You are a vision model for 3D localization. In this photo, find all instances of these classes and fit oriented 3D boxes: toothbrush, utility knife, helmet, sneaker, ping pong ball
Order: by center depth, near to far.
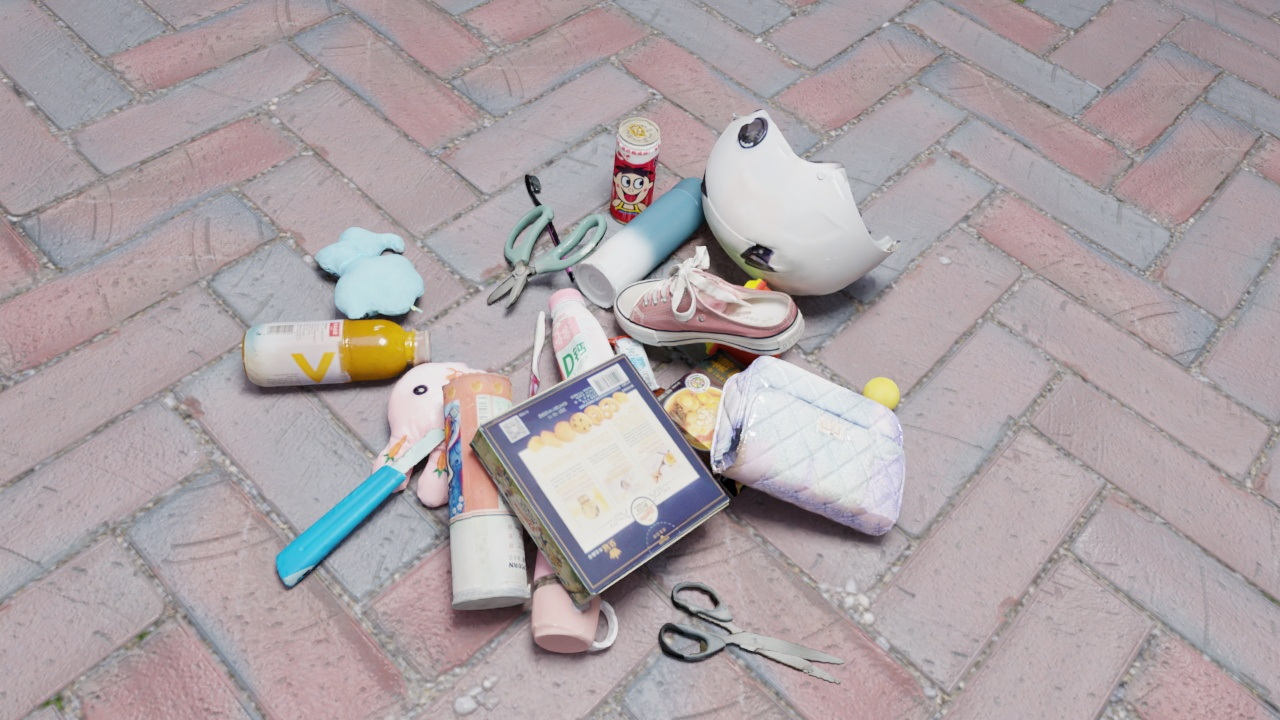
[{"bbox_3d":[-0.265,0.134,0.883,0.034,0.018,0.204,39,72,24],"label":"utility knife"},{"bbox_3d":[0.059,-0.066,0.971,0.241,0.088,0.118,12,54,42],"label":"sneaker"},{"bbox_3d":[-0.113,0.019,1.012,0.017,0.016,0.187,9,53,-10],"label":"toothbrush"},{"bbox_3d":[0.269,0.039,1.024,0.040,0.040,0.040,3,53,-4],"label":"ping pong ball"},{"bbox_3d":[0.162,-0.168,1.082,0.146,0.229,0.258,-49,53,7],"label":"helmet"},{"bbox_3d":[-0.112,-0.170,1.155,0.017,0.014,0.189,-7,55,-27],"label":"toothbrush"}]

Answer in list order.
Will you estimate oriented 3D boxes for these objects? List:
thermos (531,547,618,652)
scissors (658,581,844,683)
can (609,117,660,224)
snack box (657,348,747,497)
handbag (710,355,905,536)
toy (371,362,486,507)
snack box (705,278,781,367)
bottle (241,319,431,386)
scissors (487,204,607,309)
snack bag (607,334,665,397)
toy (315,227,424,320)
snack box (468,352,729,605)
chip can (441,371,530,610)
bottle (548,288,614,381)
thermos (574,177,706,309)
[{"bbox_3d":[-0.056,0.177,0.876,0.087,0.067,0.198,23,48,-26],"label":"thermos"},{"bbox_3d":[0.099,0.268,0.856,0.150,0.014,0.170,-27,63,-25],"label":"scissors"},{"bbox_3d":[-0.007,-0.233,1.137,0.053,0.133,0.053,3,53,-5],"label":"can"},{"bbox_3d":[0.092,0.063,0.985,0.126,0.053,0.113,37,58,26],"label":"snack box"},{"bbox_3d":[0.171,0.084,0.921,0.194,0.076,0.134,22,61,-14],"label":"handbag"},{"bbox_3d":[-0.207,0.070,0.943,0.121,0.054,0.159,16,61,2],"label":"toy"},{"bbox_3d":[0.130,-0.034,1.041,0.080,0.082,0.091,37,59,8],"label":"snack box"},{"bbox_3d":[-0.319,-0.010,0.977,0.189,0.068,0.068,-3,54,-9],"label":"bottle"},{"bbox_3d":[-0.128,-0.133,1.102,0.175,0.019,0.176,-39,44,-4],"label":"scissors"},{"bbox_3d":[-0.006,0.006,1.027,0.048,0.026,0.104,-15,56,-14],"label":"snack bag"},{"bbox_3d":[-0.306,-0.098,1.055,0.156,0.050,0.161,21,40,14],"label":"toy"},{"bbox_3d":[-0.035,0.104,0.854,0.177,0.046,0.182,-27,76,-37],"label":"snack box"},{"bbox_3d":[-0.148,0.121,0.867,0.071,0.071,0.214,-4,68,-9],"label":"chip can"},{"bbox_3d":[-0.056,0.005,0.996,0.068,0.068,0.196,-11,55,-14],"label":"bottle"},{"bbox_3d":[0.012,-0.150,1.124,0.070,0.070,0.219,34,56,18],"label":"thermos"}]
